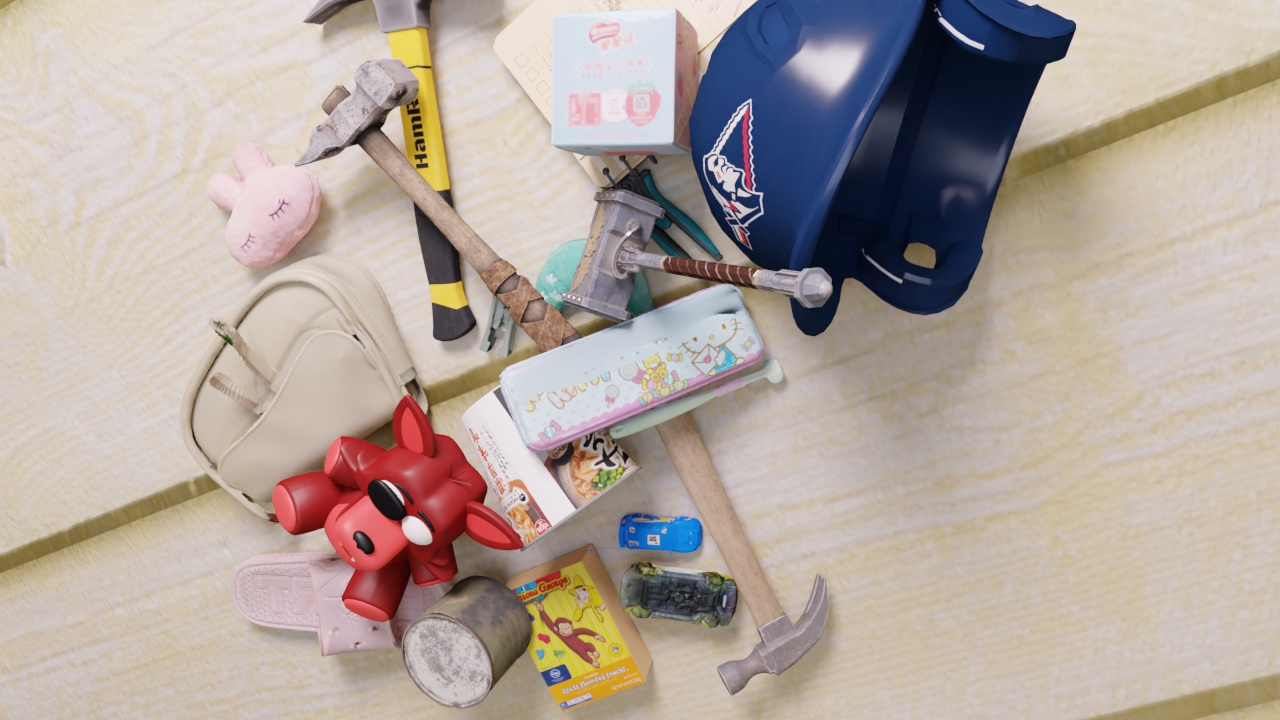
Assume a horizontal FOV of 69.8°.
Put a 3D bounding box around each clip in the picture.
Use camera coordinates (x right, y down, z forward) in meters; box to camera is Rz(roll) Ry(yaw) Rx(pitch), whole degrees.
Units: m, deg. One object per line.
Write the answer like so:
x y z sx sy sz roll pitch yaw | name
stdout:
-0.119 -0.041 0.808 0.044 0.023 0.076 17 107 5 | clip

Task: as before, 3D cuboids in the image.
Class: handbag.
-0.313 0.034 0.813 0.229 0.131 0.184 -34 101 17 | handbag

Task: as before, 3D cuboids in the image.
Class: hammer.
-0.144 -0.097 0.757 0.122 0.048 0.319 -40 97 25 | hammer
-0.187 -0.175 0.783 0.170 0.034 0.325 -1 105 20 | hammer
0.030 -0.062 0.608 0.044 0.322 0.098 17 92 -25 | hammer
0.058 0.118 0.793 0.119 0.031 0.331 -27 92 -8 | hammer

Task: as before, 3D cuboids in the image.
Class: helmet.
0.138 -0.143 0.613 0.223 0.271 0.233 17 137 12 | helmet

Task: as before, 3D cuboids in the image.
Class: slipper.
-0.293 0.232 0.879 0.239 0.064 0.094 1 102 12 | slipper

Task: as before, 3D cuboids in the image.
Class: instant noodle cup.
-0.084 0.077 0.784 0.124 0.123 0.121 -37 84 16 | instant noodle cup

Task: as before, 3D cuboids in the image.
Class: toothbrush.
0.046 0.034 0.769 0.154 0.015 0.022 -21 68 -6 | toothbrush

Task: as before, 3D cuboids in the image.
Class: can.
-0.152 0.247 0.811 0.090 0.074 0.090 6 107 20 | can

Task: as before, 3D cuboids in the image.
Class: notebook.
0.011 -0.262 0.725 0.226 0.024 0.167 -38 85 16 | notebook

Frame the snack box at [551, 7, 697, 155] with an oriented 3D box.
-0.010 -0.203 0.682 0.093 0.079 0.095 2 98 16 | snack box

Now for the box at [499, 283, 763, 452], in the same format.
-0.004 0.004 0.737 0.214 0.033 0.076 -22 88 -14 | box

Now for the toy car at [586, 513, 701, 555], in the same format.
0.005 0.160 0.806 0.092 0.061 0.033 2 102 10 | toy car

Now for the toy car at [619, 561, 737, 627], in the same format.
0.034 0.208 0.825 0.105 0.033 0.048 8 99 0 | toy car

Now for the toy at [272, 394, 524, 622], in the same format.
-0.207 0.128 0.777 0.198 0.120 0.158 -29 98 39 | toy

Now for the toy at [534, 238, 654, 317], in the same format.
-0.042 -0.062 0.785 0.105 0.033 0.085 -1 112 10 | toy

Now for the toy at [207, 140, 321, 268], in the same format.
-0.338 -0.141 0.816 0.105 0.053 0.108 47 108 14 | toy

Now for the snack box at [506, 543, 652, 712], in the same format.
-0.059 0.247 0.849 0.088 0.040 0.126 -25 96 15 | snack box

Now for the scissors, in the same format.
0.003 -0.122 0.768 0.136 0.019 0.138 5 103 9 | scissors
